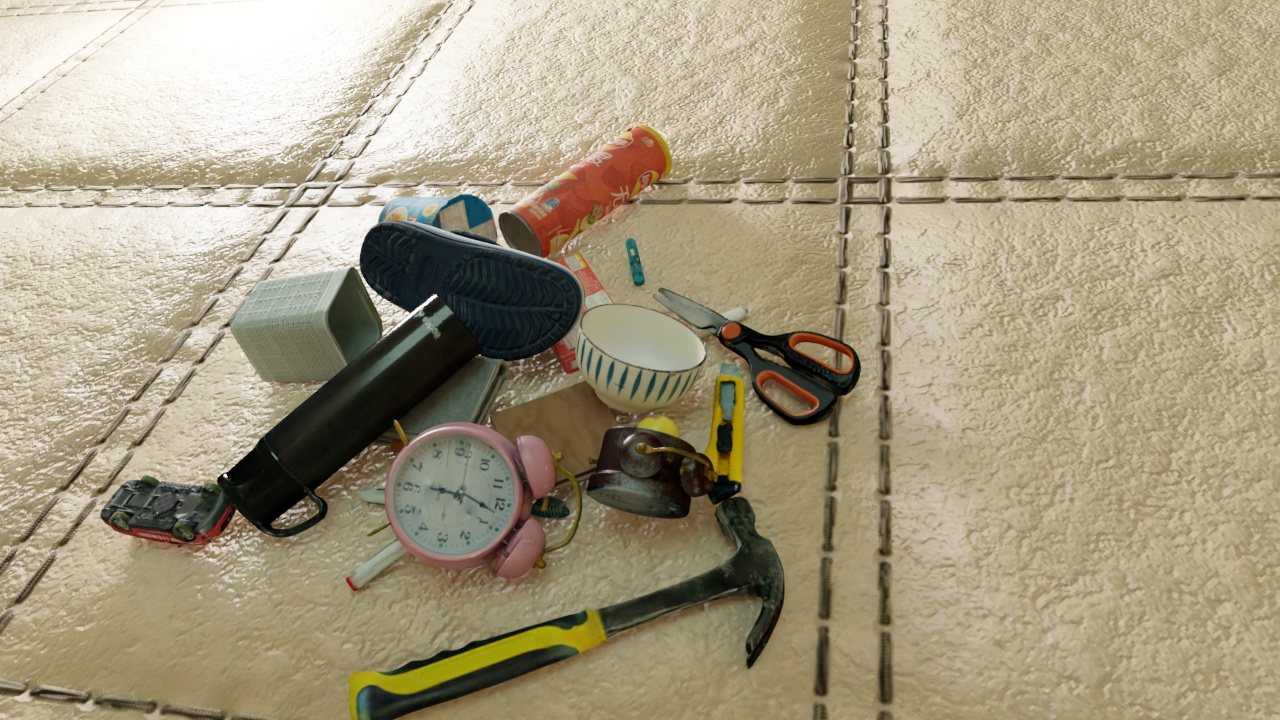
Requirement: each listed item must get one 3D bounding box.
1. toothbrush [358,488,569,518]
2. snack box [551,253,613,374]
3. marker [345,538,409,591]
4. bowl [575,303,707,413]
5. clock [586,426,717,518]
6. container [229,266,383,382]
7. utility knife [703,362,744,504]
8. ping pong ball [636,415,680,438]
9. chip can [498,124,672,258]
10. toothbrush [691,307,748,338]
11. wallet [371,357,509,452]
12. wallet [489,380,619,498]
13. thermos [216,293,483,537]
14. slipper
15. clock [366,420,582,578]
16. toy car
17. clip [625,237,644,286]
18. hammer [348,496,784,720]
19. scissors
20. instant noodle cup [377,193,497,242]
[{"bbox_3d":[-0.153,0.119,0.778,0.192,0.018,0.016,3,43,12],"label":"toothbrush"},{"bbox_3d":[-0.069,-0.052,0.938,0.075,0.025,0.153,-22,44,-11],"label":"snack box"},{"bbox_3d":[-0.175,0.137,0.749,0.145,0.017,0.017,-36,48,-14],"label":"marker"},{"bbox_3d":[-0.005,0.005,0.822,0.116,0.066,0.116,13,29,-7],"label":"bowl"},{"bbox_3d":[0.009,0.086,0.712,0.082,0.122,0.055,22,67,-21],"label":"clock"},{"bbox_3d":[-0.337,-0.033,0.928,0.111,0.090,0.089,-4,42,11],"label":"container"},{"bbox_3d":[0.071,0.053,0.773,0.033,0.015,0.176,-5,37,12],"label":"utility knife"},{"bbox_3d":[0.014,0.067,0.784,0.040,0.040,0.040,-6,43,5],"label":"ping pong ball"},{"bbox_3d":[-0.061,-0.194,1.056,0.216,0.073,0.073,-38,49,-26],"label":"chip can"},{"bbox_3d":[0.027,-0.017,0.889,0.180,0.016,0.016,-24,50,-15],"label":"toothbrush"},{"bbox_3d":[-0.195,0.041,0.852,0.130,0.037,0.106,5,56,27],"label":"wallet"},{"bbox_3d":[-0.070,0.067,0.807,0.101,0.020,0.115,-20,39,-14],"label":"wallet"},{"bbox_3d":[-0.244,0.052,0.804,0.242,0.068,0.090,-43,79,-10],"label":"thermos"},{"bbox_3d":[-0.166,-0.072,0.918,0.253,0.105,0.095,19,14,20],"label":"slipper"},{"bbox_3d":[-0.125,0.108,0.719,0.158,0.060,0.117,11,80,-5],"label":"clock"},{"bbox_3d":[-0.404,0.132,0.792,0.121,0.045,0.052,2,46,21],"label":"toy car"},{"bbox_3d":[-0.005,-0.102,0.984,0.013,0.034,0.055,-14,52,0],"label":"clip"},{"bbox_3d":[-0.048,0.199,0.662,0.323,0.032,0.126,-17,42,-7],"label":"hammer"},{"bbox_3d":[0.107,-0.026,0.864,0.139,0.022,0.235,-30,53,-3],"label":"scissors"},{"bbox_3d":[-0.233,-0.142,1.026,0.110,0.099,0.099,14,47,35],"label":"instant noodle cup"}]
